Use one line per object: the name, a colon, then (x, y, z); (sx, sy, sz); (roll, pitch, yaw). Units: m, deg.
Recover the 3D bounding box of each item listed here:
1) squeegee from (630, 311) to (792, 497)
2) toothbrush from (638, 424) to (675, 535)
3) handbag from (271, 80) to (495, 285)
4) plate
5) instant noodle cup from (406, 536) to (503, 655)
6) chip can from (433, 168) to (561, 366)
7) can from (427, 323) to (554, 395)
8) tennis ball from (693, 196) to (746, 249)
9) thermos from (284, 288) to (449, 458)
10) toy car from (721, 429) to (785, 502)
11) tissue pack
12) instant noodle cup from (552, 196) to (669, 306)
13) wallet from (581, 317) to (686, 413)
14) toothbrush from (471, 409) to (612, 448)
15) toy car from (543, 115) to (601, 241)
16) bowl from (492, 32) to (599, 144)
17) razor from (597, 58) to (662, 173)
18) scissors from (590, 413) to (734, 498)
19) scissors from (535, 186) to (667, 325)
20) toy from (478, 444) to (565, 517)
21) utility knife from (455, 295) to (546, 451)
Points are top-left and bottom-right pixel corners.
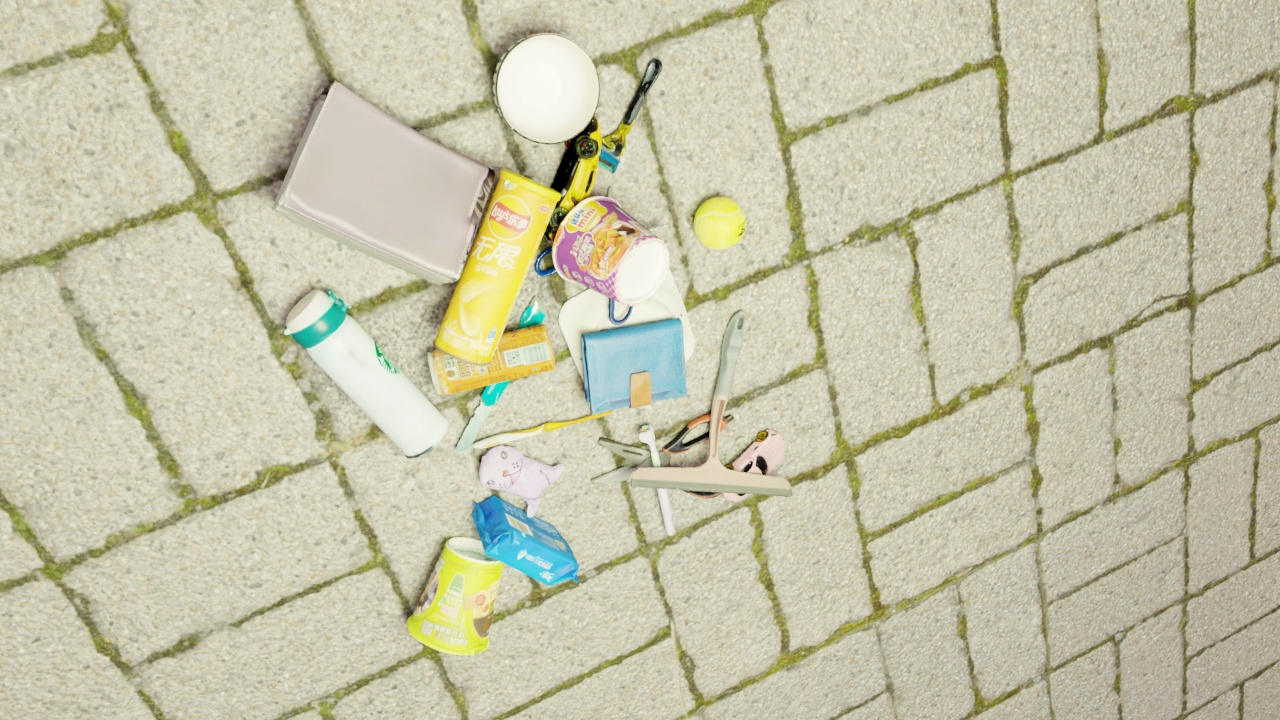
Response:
squeegee: (0.113, 0.055, 1.251); (0.247, 0.040, 0.249); (7, 95, -22)
toothbrush: (0.025, 0.171, 1.270); (0.029, 0.021, 0.189); (-37, 128, -36)
handbag: (-0.272, -0.184, 0.984); (0.197, 0.098, 0.145); (25, 83, -27)
plate: (-0.010, -0.031, 1.183); (0.163, 0.034, 0.164); (-27, 119, -9)
instant noodle cup: (-0.232, 0.301, 1.195); (0.111, 0.112, 0.123); (16, 97, -26)
chip can: (-0.161, -0.102, 1.027); (0.072, 0.072, 0.213); (18, 102, -26)
can: (-0.178, -0.001, 1.106); (0.146, 0.058, 0.058); (-13, 115, -6)
tennis ball: (0.099, -0.172, 1.149); (0.065, 0.065, 0.065); (-7, 113, -18)
thermos: (-0.316, 0.014, 1.066); (0.073, 0.073, 0.224); (-38, 119, -3)
toy car: (0.163, 0.152, 1.312); (0.122, 0.037, 0.056); (-43, 127, -12)
tissue pack: (-0.152, 0.241, 1.205); (0.157, 0.095, 0.052); (34, 97, -30)
instant noodle cup: (-0.028, -0.118, 1.049); (0.111, 0.099, 0.112); (-31, 140, -30)
wallet: (-0.007, 0.007, 1.159); (0.133, 0.040, 0.106); (-10, 110, -17)
toothbrush: (-0.126, 0.085, 1.192); (0.191, 0.016, 0.018); (-13, 103, -18)
toy car: (-0.078, -0.210, 1.063); (0.041, 0.071, 0.156); (16, 104, -24)
bowl: (-0.109, -0.302, 1.016); (0.116, 0.066, 0.116); (-7, 112, -18)
razor: (-0.012, -0.291, 1.085); (0.043, 0.022, 0.143); (31, 96, 16)
scissors: (0.043, 0.140, 1.283); (0.227, 0.015, 0.189); (-33, 119, -4)
scissors: (-0.042, -0.124, 1.127); (0.173, 0.012, 0.162); (-22, 98, -5)
toy: (-0.162, 0.151, 1.194); (0.108, 0.039, 0.084); (30, 93, -29)
utility knife: (-0.176, 0.020, 1.151); (0.029, 0.013, 0.223); (26, 98, -28)
